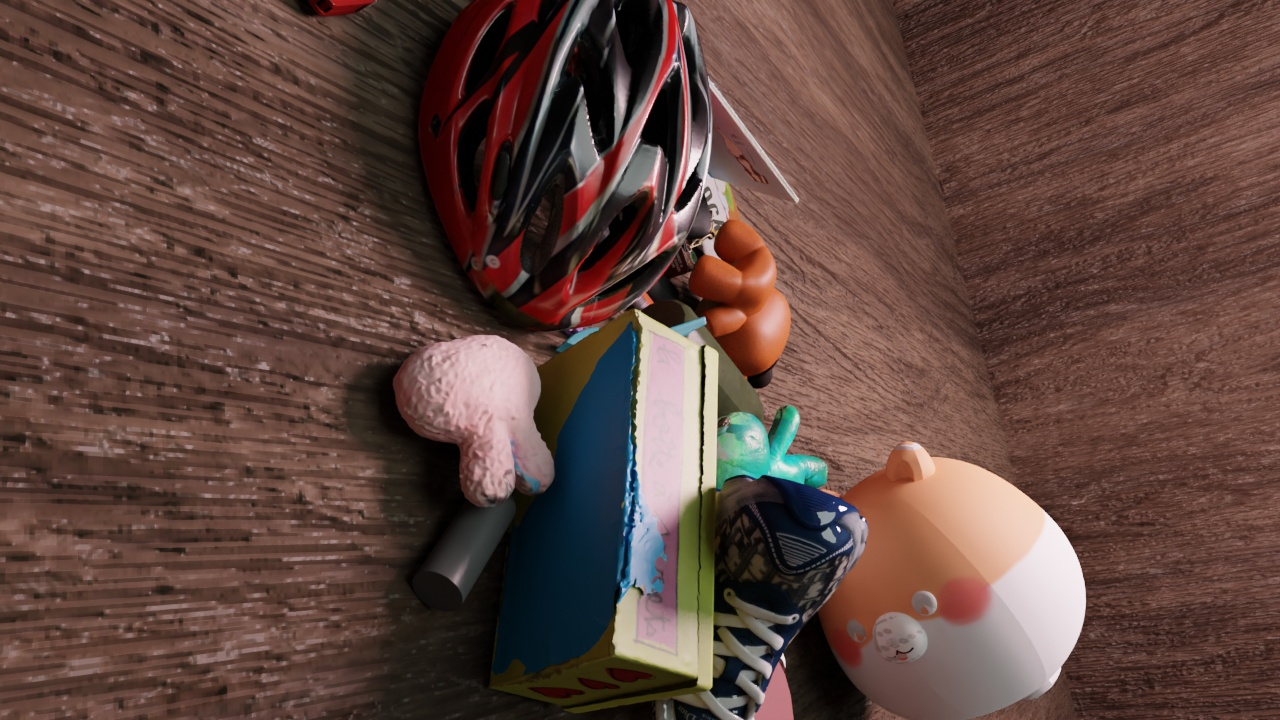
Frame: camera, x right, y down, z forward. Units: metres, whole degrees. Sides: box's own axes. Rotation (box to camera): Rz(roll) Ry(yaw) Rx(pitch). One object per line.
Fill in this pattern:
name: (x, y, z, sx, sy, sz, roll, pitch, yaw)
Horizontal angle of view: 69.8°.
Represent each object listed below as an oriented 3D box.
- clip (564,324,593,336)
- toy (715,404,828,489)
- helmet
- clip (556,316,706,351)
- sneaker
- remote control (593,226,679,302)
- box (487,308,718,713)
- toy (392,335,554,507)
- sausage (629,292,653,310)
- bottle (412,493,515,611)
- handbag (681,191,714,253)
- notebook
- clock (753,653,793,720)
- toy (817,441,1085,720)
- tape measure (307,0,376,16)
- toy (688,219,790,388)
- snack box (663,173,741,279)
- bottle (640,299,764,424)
clip: (-0.048, -0.022, 0.703, 0.050, 0.014, 0.045, -13, 89, -65)
toy: (0.101, 0.097, 0.776, 0.193, 0.072, 0.130, 24, 91, -43)
helmet: (-0.042, -0.153, 0.654, 0.217, 0.167, 0.271, 27, 64, -43)
clip: (-0.004, -0.009, 0.690, 0.120, 0.027, 0.103, 1, 73, -23)
sneaker: (0.059, 0.180, 0.581, 0.103, 0.270, 0.132, 22, 50, 0)
remote control: (-0.009, -0.089, 0.808, 0.147, 0.015, 0.033, 41, 42, -46)
box: (-0.019, 0.093, 0.564, 0.080, 0.125, 0.220, 26, 49, -34)
toy: (-0.091, 0.034, 0.536, 0.108, 0.053, 0.105, -5, 65, -59)
sausage: (0.021, -0.022, 0.822, 0.155, 0.020, 0.020, 53, 34, -33)
bottle: (-0.093, 0.094, 0.536, 0.030, 0.030, 0.112, 61, 30, -22)
handbag: (0.026, -0.156, 0.815, 0.079, 0.054, 0.128, -4, 76, -19)
notebook: (0.028, -0.245, 0.816, 0.253, 0.009, 0.181, 46, -2, -27)
clock: (0.084, 0.270, 0.743, 0.096, 0.048, 0.137, 42, 41, -45)
toy: (0.303, 0.229, 0.952, 0.280, 0.264, 0.264, 55, 36, 3)
tape measure: (-0.190, -0.236, 0.555, 0.051, 0.019, 0.058, 63, 22, -15)
toy: (0.100, -0.044, 0.895, 0.111, 0.096, 0.176, -55, 129, -40)
snack box: (0.054, -0.147, 0.938, 0.185, 0.032, 0.101, -29, 101, -62)
bottle: (0.062, 0.035, 0.810, 0.207, 0.072, 0.071, 48, 36, -39)
